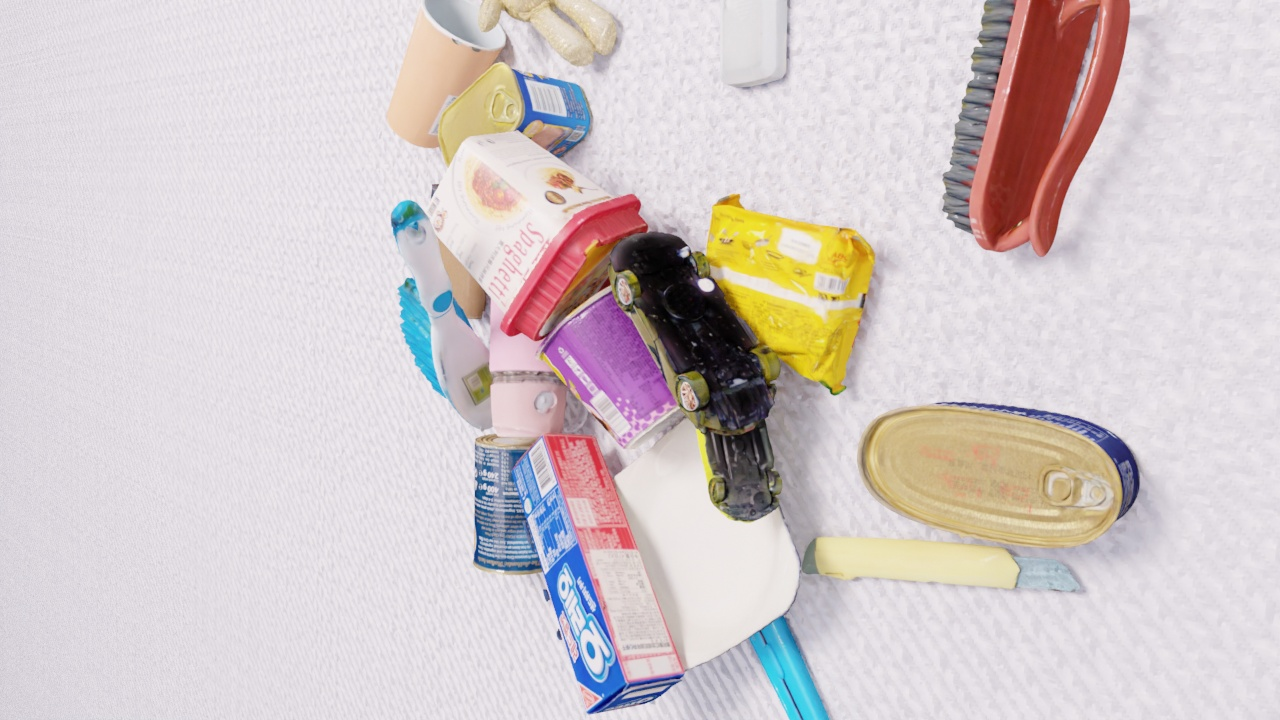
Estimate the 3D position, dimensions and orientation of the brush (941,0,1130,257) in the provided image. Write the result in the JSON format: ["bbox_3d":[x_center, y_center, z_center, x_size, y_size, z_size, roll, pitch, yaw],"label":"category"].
[{"bbox_3d":[0.213,-0.130,0.499,0.069,0.063,0.146,29,114,50],"label":"brush"}]

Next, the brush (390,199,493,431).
[{"bbox_3d":[-0.159,-0.037,0.725,0.109,0.060,0.315,47,162,32],"label":"brush"}]

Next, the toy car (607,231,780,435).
[{"bbox_3d":[0.033,-0.021,0.610,0.158,0.070,0.042,61,151,22],"label":"toy car"}]

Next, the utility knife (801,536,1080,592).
[{"bbox_3d":[0.179,0.129,0.579,0.184,0.019,0.031,-6,94,47],"label":"utility knife"}]

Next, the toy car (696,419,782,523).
[{"bbox_3d":[0.061,0.058,0.615,0.032,0.048,0.105,125,137,-60],"label":"toy car"}]

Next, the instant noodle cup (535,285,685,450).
[{"bbox_3d":[-0.004,0.004,0.676,0.112,0.111,0.099,-43,80,35],"label":"instant noodle cup"}]

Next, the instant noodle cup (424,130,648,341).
[{"bbox_3d":[-0.079,-0.096,0.664,0.124,0.116,0.117,41,120,8],"label":"instant noodle cup"}]

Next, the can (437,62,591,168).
[{"bbox_3d":[-0.103,-0.193,0.757,0.102,0.083,0.057,-27,76,39],"label":"can"}]

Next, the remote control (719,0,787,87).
[{"bbox_3d":[0.077,-0.255,0.634,0.049,0.024,0.125,3,95,41],"label":"remote control"}]

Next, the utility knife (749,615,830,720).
[{"bbox_3d":[0.112,0.237,0.647,0.034,0.018,0.182,-37,69,34],"label":"utility knife"}]

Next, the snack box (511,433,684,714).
[{"bbox_3d":[-0.037,0.154,0.687,0.057,0.058,0.207,-48,50,34],"label":"snack box"}]

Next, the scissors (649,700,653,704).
[{"bbox_3d":[-0.025,0.227,0.770,0.134,0.017,0.134,50,126,23],"label":"scissors"}]

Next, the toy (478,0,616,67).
[{"bbox_3d":[-0.083,-0.294,0.753,0.105,0.066,0.157,-46,64,-3],"label":"toy"}]

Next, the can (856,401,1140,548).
[{"bbox_3d":[0.204,0.063,0.532,0.148,0.049,0.074,6,98,41],"label":"can"}]

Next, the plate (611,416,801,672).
[{"bbox_3d":[0.045,0.131,0.673,0.164,0.034,0.164,-42,55,33],"label":"plate"}]

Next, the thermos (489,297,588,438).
[{"bbox_3d":[-0.082,-0.034,0.760,0.067,0.087,0.198,-9,81,56],"label":"thermos"}]

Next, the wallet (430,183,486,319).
[{"bbox_3d":[-0.169,-0.103,0.858,0.090,0.033,0.115,21,108,41],"label":"wallet"}]

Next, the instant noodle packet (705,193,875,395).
[{"bbox_3d":[0.096,-0.048,0.621,0.128,0.044,0.111,26,116,41],"label":"instant noodle packet"}]

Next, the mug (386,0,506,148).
[{"bbox_3d":[-0.181,-0.257,0.831,0.078,0.078,0.123,56,131,23],"label":"mug"}]

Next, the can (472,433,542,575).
[{"bbox_3d":[-0.106,0.120,0.791,0.075,0.075,0.111,6,97,41],"label":"can"}]
